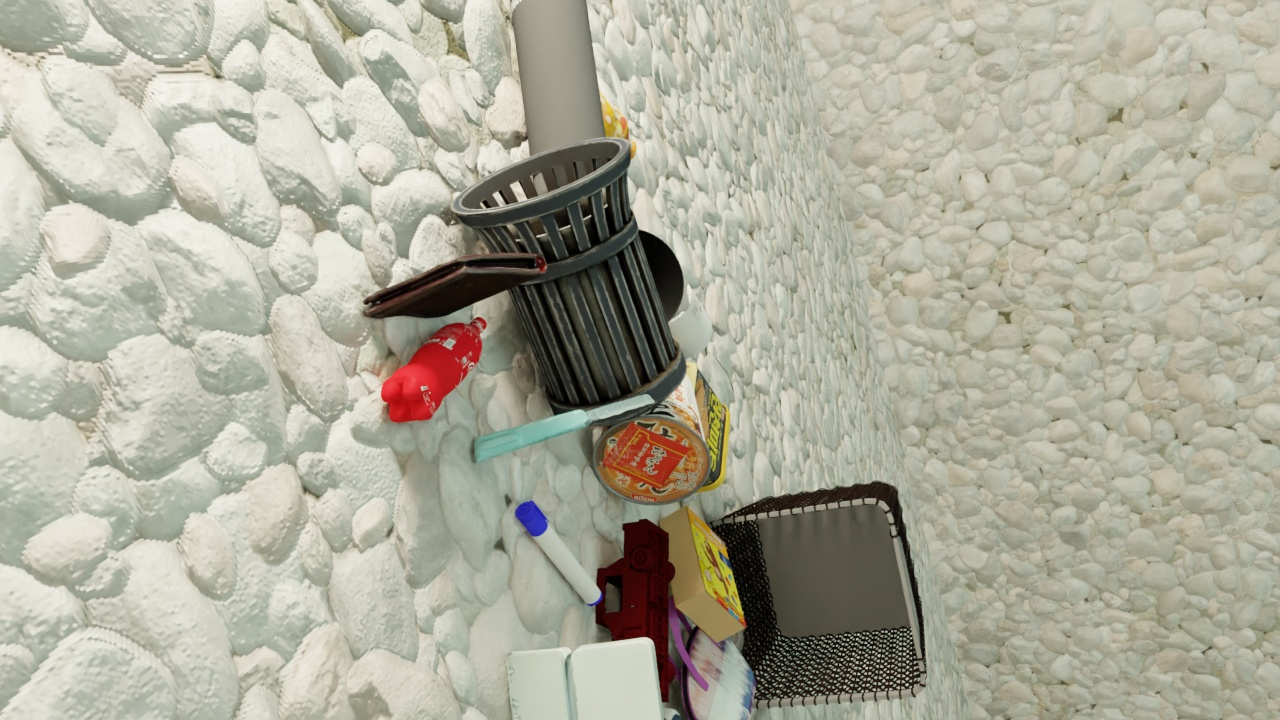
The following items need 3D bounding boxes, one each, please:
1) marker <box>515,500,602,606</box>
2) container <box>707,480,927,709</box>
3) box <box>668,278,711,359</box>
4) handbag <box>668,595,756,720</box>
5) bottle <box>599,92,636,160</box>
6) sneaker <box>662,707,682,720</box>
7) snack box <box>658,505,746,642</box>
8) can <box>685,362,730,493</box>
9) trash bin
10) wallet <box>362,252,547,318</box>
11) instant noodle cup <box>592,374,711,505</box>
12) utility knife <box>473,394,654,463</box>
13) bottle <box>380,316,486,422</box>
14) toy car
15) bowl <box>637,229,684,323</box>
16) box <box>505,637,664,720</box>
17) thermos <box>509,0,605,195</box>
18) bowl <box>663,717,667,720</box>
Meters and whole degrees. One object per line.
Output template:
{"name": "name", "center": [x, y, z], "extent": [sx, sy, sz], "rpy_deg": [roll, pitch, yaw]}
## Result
{"name": "marker", "center": [-0.073, 0.181, 0.851], "extent": [0.141, 0.020, 0.020], "rpy_deg": [60, 29, -36]}
{"name": "container", "center": [0.251, 0.303, 1.258], "extent": [0.243, 0.246, 0.247], "rpy_deg": [-6, 84, -70]}
{"name": "box", "center": [0.027, -0.063, 1.133], "extent": [0.161, 0.092, 0.081], "rpy_deg": [55, 34, -56]}
{"name": "handbag", "center": [0.063, 0.339, 1.047], "extent": [0.170, 0.068, 0.144], "rpy_deg": [61, 27, -20]}
{"name": "bottle", "center": [-0.043, -0.271, 1.088], "extent": [0.108, 0.063, 0.063], "rpy_deg": [28, 54, -61]}
{"name": "sneaker", "center": [0.088, 0.487, 0.942], "extent": [0.294, 0.127, 0.120], "rpy_deg": [70, 23, -13]}
{"name": "snack box", "center": [0.070, 0.244, 1.056], "extent": [0.088, 0.040, 0.125], "rpy_deg": [48, 18, -34]}
{"name": "can", "center": [0.055, 0.082, 1.130], "extent": [0.101, 0.073, 0.130], "rpy_deg": [55, 32, -38]}
{"name": "trash bin", "center": [-0.053, -0.066, 0.850], "extent": [0.163, 0.164, 0.227], "rpy_deg": [-64, 140, -55]}
{"name": "wallet", "center": [-0.141, -0.058, 0.713], "extent": [0.119, 0.100, 0.031], "rpy_deg": [-14, 85, -67]}
{"name": "instant noodle cup", "center": [0.015, 0.071, 0.999], "extent": [0.121, 0.124, 0.124], "rpy_deg": [-85, 153, -54]}
{"name": "utility knife", "center": [-0.064, 0.054, 0.797], "extent": [0.015, 0.168, 0.022], "rpy_deg": [126, -54, -67]}
{"name": "bottle", "center": [-0.155, 0.001, 0.723], "extent": [0.042, 0.042, 0.141], "rpy_deg": [68, 25, -22]}
{"name": "toy car", "center": [-0.005, 0.251, 0.920], "extent": [0.070, 0.062, 0.169], "rpy_deg": [44, 40, -52]}
{"name": "bowl", "center": [-0.017, -0.083, 1.036], "extent": [0.052, 0.124, 0.124], "rpy_deg": [150, -70, -80]}
{"name": "box", "center": [-0.039, 0.322, 0.712], "extent": [0.043, 0.136, 0.197], "rpy_deg": [23, 58, -69]}
{"name": "thermos", "center": [-0.084, -0.280, 0.972], "extent": [0.082, 0.082, 0.240], "rpy_deg": [11, 68, -65]}
{"name": "bowl", "center": [-0.009, 0.389, 0.846], "extent": [0.115, 0.059, 0.115], "rpy_deg": [42, 42, -54]}
